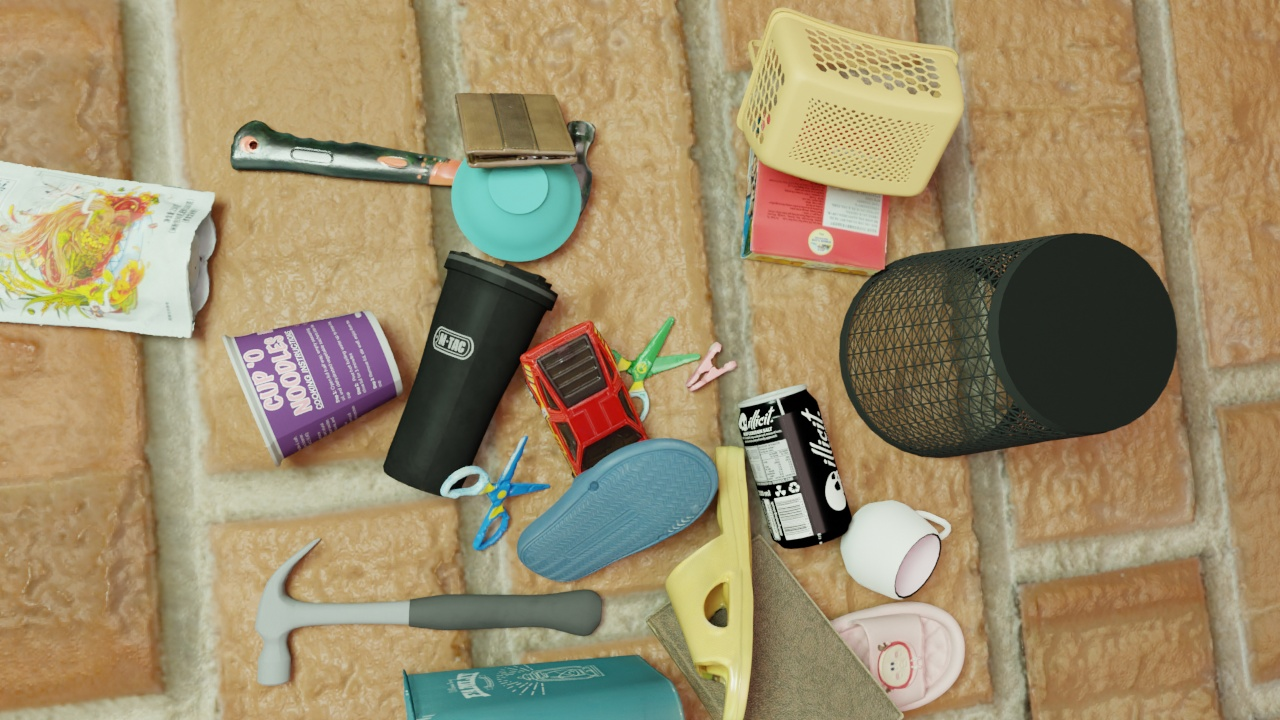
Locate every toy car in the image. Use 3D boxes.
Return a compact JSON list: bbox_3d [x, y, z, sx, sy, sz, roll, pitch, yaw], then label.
[{"bbox_3d":[-0.042,0.058,0.853,0.081,0.056,0.189,-28,117,-10],"label":"toy car"}]

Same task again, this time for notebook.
[{"bbox_3d":[0.107,0.302,0.855,0.190,0.034,0.215,-33,67,-12],"label":"notebook"}]

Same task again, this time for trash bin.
[{"bbox_3d":[0.335,-0.014,0.852,0.217,0.243,0.217,1,86,-11],"label":"trash bin"},{"bbox_3d":[-0.083,0.357,0.786,0.218,0.197,0.199,-5,88,-18],"label":"trash bin"}]

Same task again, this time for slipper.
[{"bbox_3d":[0.064,0.201,0.835,0.078,0.100,0.262,-2,58,8],"label":"slipper"},{"bbox_3d":[-0.028,0.131,0.832,0.214,0.059,0.104,-36,120,24],"label":"slipper"},{"bbox_3d":[0.218,0.303,0.906,0.221,0.056,0.107,-6,89,-9],"label":"slipper"}]

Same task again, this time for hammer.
[{"bbox_3d":[-0.213,-0.182,0.871,0.333,0.033,0.133,6,86,-9],"label":"hammer"},{"bbox_3d":[-0.190,0.229,0.848,0.310,0.029,0.125,2,87,-11],"label":"hammer"}]

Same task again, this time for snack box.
[{"bbox_3d":[0.181,-0.167,0.937,0.142,0.040,0.145,7,85,-10],"label":"snack box"}]

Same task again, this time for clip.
[{"bbox_3d":[0.068,0.004,0.915,0.058,0.023,0.050,-13,84,-13],"label":"clip"}]

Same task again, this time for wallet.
[{"bbox_3d":[-0.116,-0.212,0.837,0.098,0.121,0.027,-4,130,-15],"label":"wallet"}]

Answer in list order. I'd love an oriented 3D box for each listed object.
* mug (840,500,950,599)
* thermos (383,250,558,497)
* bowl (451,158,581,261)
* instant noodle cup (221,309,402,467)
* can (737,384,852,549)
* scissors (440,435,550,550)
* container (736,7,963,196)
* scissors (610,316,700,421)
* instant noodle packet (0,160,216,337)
[{"bbox_3d":[0.255,0.178,0.910,0.123,0.076,0.090,-20,123,-33],"label":"mug"},{"bbox_3d":[-0.160,0.010,0.835,0.106,0.106,0.218,22,88,-9],"label":"thermos"},{"bbox_3d":[-0.113,-0.156,0.845,0.121,0.046,0.121,1,85,-9],"label":"bowl"},{"bbox_3d":[-0.286,0.010,0.812,0.121,0.122,0.137,-23,46,-21],"label":"instant noodle cup"},{"bbox_3d":[0.149,0.103,0.893,0.080,0.080,0.146,-16,90,-11],"label":"can"},{"bbox_3d":[-0.133,0.121,0.842,0.013,0.129,0.125,35,104,35],"label":"scissors"},{"bbox_3d":[0.193,-0.247,0.868,0.183,0.129,0.166,9,41,-9],"label":"container"},{"bbox_3d":[0.003,0.016,0.906,0.129,0.012,0.116,-11,90,-10],"label":"scissors"},{"bbox_3d":[-0.518,-0.100,0.797,0.269,0.057,0.146,6,84,-5],"label":"instant noodle packet"}]
